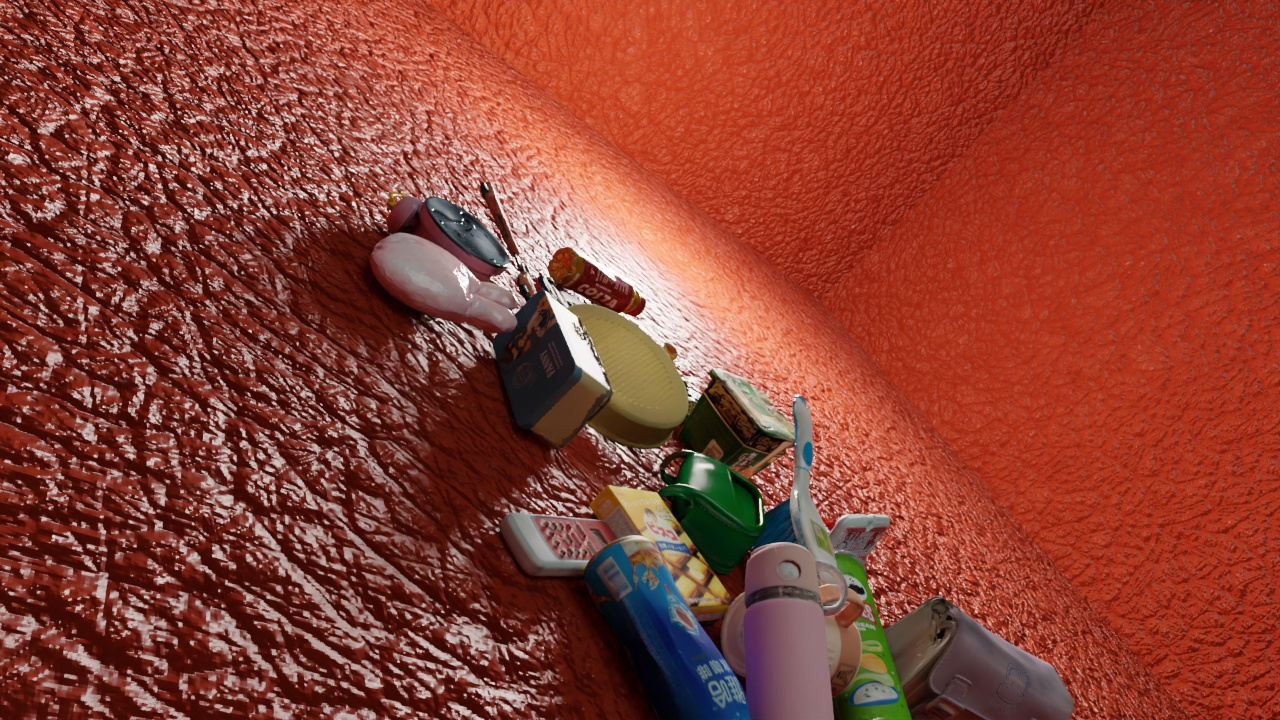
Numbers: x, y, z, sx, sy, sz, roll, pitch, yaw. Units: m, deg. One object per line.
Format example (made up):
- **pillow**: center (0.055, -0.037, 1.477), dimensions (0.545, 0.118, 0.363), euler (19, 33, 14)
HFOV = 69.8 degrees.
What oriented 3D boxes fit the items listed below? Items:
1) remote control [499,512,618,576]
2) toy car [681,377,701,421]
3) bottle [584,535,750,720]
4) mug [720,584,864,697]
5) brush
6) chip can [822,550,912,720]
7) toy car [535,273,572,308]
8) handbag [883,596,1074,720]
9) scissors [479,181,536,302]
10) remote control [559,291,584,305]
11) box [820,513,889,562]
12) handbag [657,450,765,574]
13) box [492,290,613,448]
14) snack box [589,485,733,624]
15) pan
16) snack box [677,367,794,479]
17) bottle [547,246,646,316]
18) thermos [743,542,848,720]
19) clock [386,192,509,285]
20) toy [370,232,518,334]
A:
- **remote control**: center (-0.058, 0.152, 0.752), dimensions (0.135, 0.020, 0.056), euler (20, 28, -54)
- **toy car**: center (0.091, 0.074, 1.264), dimensions (0.158, 0.042, 0.070), euler (28, 19, -23)
- **bottle**: center (0.032, 0.230, 0.676), dimensions (0.065, 0.065, 0.218), euler (22, 25, -50)
- **mug**: center (0.145, 0.244, 0.821), dimensions (0.105, 0.115, 0.081), euler (27, 24, -37)
- **brush**: center (0.172, 0.156, 1.029), dimensions (0.060, 0.110, 0.313), euler (35, 23, -19)
- **chip can**: center (0.210, 0.290, 0.903), dimensions (0.072, 0.072, 0.235), euler (37, 22, -17)
- **toy car**: center (-0.105, -0.067, 1.154), dimensions (0.049, 0.031, 0.106), euler (62, 3, 33)
- **handbag**: center (0.332, 0.343, 0.949), dimensions (0.197, 0.145, 0.098), euler (35, 15, -22)
- **scissors**: center (-0.141, -0.114, 1.067), dimensions (0.222, 0.015, 0.189), euler (-133, -159, -83)
- **remote control**: center (-0.071, -0.041, 1.228), dimensions (0.056, 0.019, 0.135), euler (27, 22, -43)
- **box**: center (0.246, 0.215, 1.163), dimensions (0.095, 0.102, 0.201), euler (51, 18, 25)
- **handbag**: center (0.070, 0.156, 0.978), dimensions (0.120, 0.068, 0.131), euler (34, 18, -3)
- **box**: center (-0.090, 0.010, 0.923), dimensions (0.061, 0.090, 0.184), euler (37, 13, -32)
- **snack box**: center (0.019, 0.179, 0.845), dimensions (0.086, 0.034, 0.140), euler (21, 25, -54)
- **pan**: center (-0.007, 0.007, 1.155), dimensions (0.197, 0.078, 0.356), euler (47, 28, 6)
- **snack box**: center (0.118, 0.094, 1.170), dimensions (0.117, 0.106, 0.118), euler (19, 26, -49)
- **bottle**: center (-0.060, -0.112, 1.370), dimensions (0.174, 0.057, 0.057), euler (26, 23, -45)
- **thermos**: center (0.124, 0.242, 0.714), dimensions (0.087, 0.067, 0.198), euler (7, 49, -3)
- **clock**: center (-0.225, -0.140, 1.049), dimensions (0.158, 0.060, 0.117), euler (46, 17, 8)
- **toy**: center (-0.199, -0.076, 0.937), dimensions (0.159, 0.054, 0.121), euler (27, 23, -17)
